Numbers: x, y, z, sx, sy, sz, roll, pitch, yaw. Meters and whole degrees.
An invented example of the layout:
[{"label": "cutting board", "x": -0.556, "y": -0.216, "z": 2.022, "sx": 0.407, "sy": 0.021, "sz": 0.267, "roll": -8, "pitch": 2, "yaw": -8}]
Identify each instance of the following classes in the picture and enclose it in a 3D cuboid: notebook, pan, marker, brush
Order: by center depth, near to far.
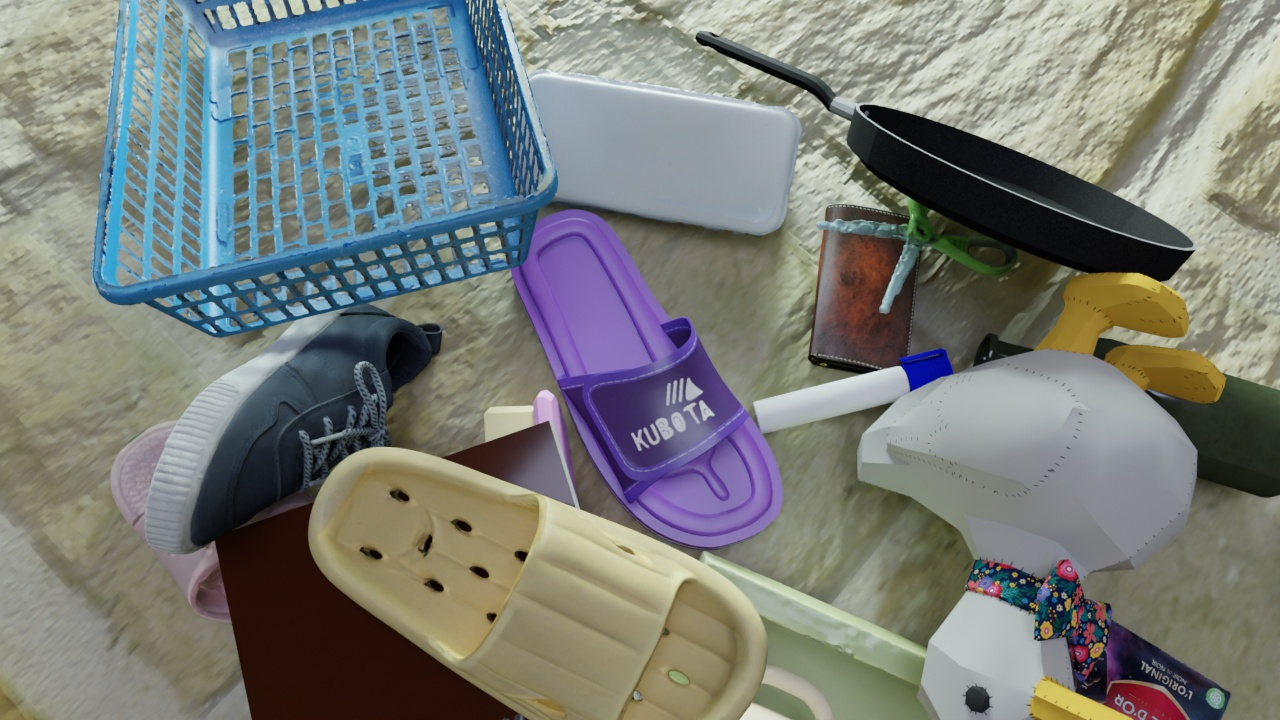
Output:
[{"label": "notebook", "x": -0.124, "y": 0.148, "z": 0.518, "sx": 0.209, "sy": 0.022, "sz": 0.171, "roll": -19, "pitch": 76, "yaw": 3}, {"label": "brush", "x": -0.058, "y": 0.133, "z": 0.566, "sx": 0.043, "sy": 0.089, "sz": 0.228, "roll": -10, "pitch": 73, "yaw": 1}, {"label": "pan", "x": 0.186, "y": -0.143, "z": 0.617, "sx": 0.356, "sy": 0.224, "sz": 0.034, "roll": 29, "pitch": 116, "yaw": 18}, {"label": "marker", "x": 0.144, "y": 0.022, "z": 0.627, "sx": 0.133, "sy": 0.023, "sz": 0.027, "roll": -14, "pitch": 95, "yaw": 4}]

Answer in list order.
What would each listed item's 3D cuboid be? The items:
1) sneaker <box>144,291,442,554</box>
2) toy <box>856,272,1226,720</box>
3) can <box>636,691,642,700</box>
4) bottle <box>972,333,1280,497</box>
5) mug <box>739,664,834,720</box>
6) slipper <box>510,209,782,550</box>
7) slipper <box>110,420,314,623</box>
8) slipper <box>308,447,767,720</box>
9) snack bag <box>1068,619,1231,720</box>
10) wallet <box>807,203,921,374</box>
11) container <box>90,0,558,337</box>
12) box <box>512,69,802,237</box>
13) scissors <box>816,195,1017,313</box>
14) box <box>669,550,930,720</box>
[{"label": "sneaker", "x": -0.198, "y": 0.037, "z": 0.559, "sx": 0.087, "sy": 0.089, "sz": 0.234, "roll": 19, "pitch": 37, "yaw": 5}, {"label": "toy", "x": 0.218, "y": 0.084, "z": 0.519, "sx": 0.141, "sy": 0.247, "sz": 0.267, "roll": 39, "pitch": 82, "yaw": -34}, {"label": "can", "x": -0.011, "y": 0.171, "z": 0.584, "sx": 0.032, "sy": 0.032, "sz": 0.095, "roll": -8, "pitch": 72, "yaw": -4}, {"label": "bottle", "x": 0.330, "y": 0.027, "z": 0.614, "sx": 0.207, "sy": 0.071, "sz": 0.071, "roll": 18, "pitch": 73, "yaw": 5}, {"label": "mug", "x": 0.074, "y": 0.240, "z": 0.528, "sx": 0.100, "sy": 0.096, "sz": 0.120, "roll": 23, "pitch": 79, "yaw": -5}, {"label": "slipper", "x": -0.004, "y": 0.004, "z": 0.610, "sx": 0.107, "sy": 0.084, "sz": 0.266, "roll": -29, "pitch": 75, "yaw": -10}, {"label": "slipper", "x": -0.243, "y": 0.120, "z": 0.581, "sx": 0.239, "sy": 0.064, "sz": 0.094, "roll": 40, "pitch": 76, "yaw": 10}, {"label": "slipper", "x": -0.066, "y": 0.121, "z": 0.467, "sx": 0.261, "sy": 0.079, "sz": 0.111, "roll": 23, "pitch": 84, "yaw": 13}, {"label": "snack bag", "x": 0.293, "y": 0.202, "z": 0.587, "sx": 0.155, "sy": 0.018, "sz": 0.074, "roll": 32, "pitch": 74, "yaw": 7}, {"label": "wallet", "x": 0.163, "y": -0.052, "z": 0.664, "sx": 0.072, "sy": 0.019, "sz": 0.123, "roll": 11, "pitch": 72, "yaw": 3}, {"label": "container", "x": -0.208, "y": -0.179, "z": 0.622, "sx": 0.257, "sy": 0.089, "sz": 0.361, "roll": -14, "pitch": 56, "yaw": -5}, {"label": "box", "x": 0.009, "y": -0.150, "z": 0.663, "sx": 0.215, "sy": 0.083, "sz": 0.122, "roll": 7, "pitch": 69, "yaw": 1}, {"label": "scissors", "x": 0.196, "y": -0.095, "z": 0.658, "sx": 0.171, "sy": 0.025, "sz": 0.159, "roll": 5, "pitch": 65, "yaw": -23}, {"label": "box", "x": 0.112, "y": 0.184, "z": 0.558, "sx": 0.188, "sy": 0.083, "sz": 0.091, "roll": 20, "pitch": 68, "yaw": 5}]
